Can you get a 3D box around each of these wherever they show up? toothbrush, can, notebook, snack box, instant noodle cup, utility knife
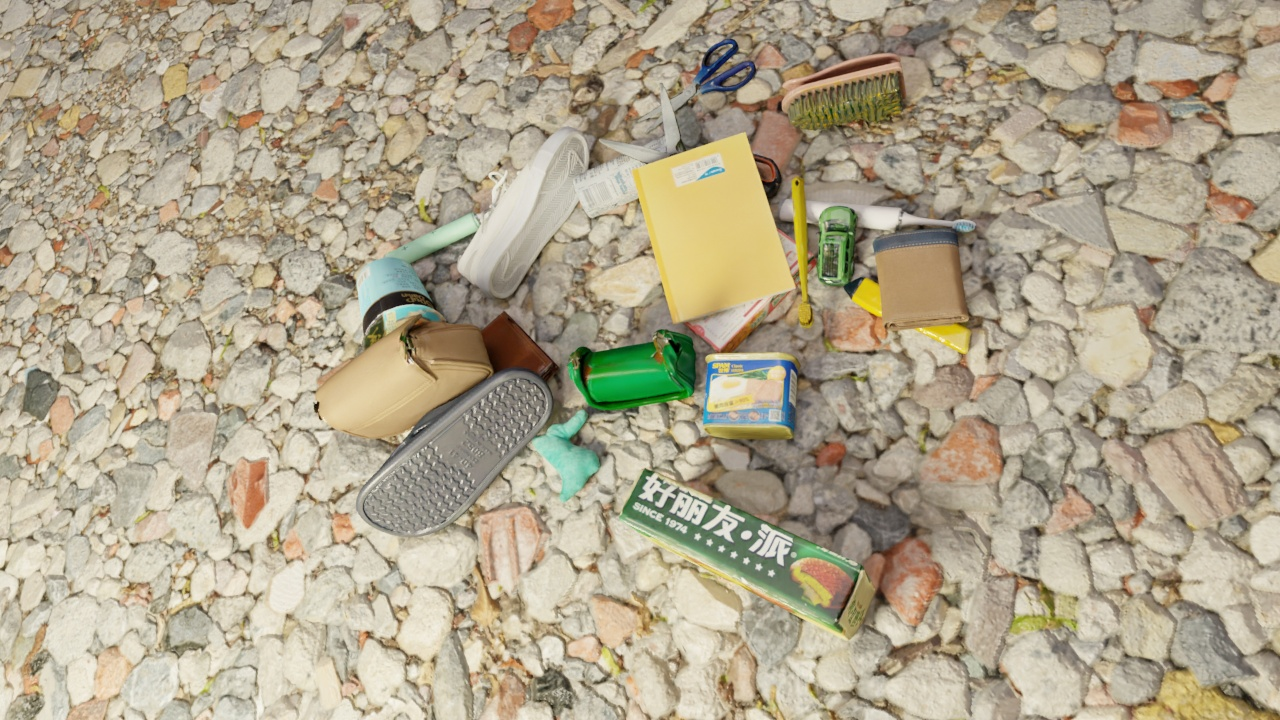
[{"bbox_3d":[0.266,-0.163,1.046,0.221,0.027,0.026,10,34,24],"label":"toothbrush"},{"bbox_3d":[0.119,0.040,0.998,0.102,0.057,0.083,-1,70,21],"label":"can"},{"bbox_3d":[0.082,-0.155,1.067,0.146,0.010,0.206,-17,72,7],"label":"notebook"},{"bbox_3d":[0.122,-0.083,1.066,0.155,0.027,0.077,-46,60,-3],"label":"snack box"},{"bbox_3d":[0.182,-0.126,1.036,0.016,0.016,0.189,-6,67,16],"label":"toothbrush"},{"bbox_3d":[-0.316,-0.068,1.190,0.111,0.111,0.120,-32,52,5],"label":"instant noodle cup"},{"bbox_3d":[0.105,0.189,0.906,0.240,0.114,0.063,22,76,26],"label":"snack box"},{"bbox_3d":[-0.251,-0.178,1.249,0.225,0.026,0.027,-24,40,10],"label":"toothbrush"},{"bbox_3d":[0.289,-0.050,0.995,0.154,0.015,0.033,33,87,28],"label":"utility knife"},{"bbox_3d":[-0.010,-0.235,1.164,0.147,0.058,0.058,-22,62,11],"label":"can"}]

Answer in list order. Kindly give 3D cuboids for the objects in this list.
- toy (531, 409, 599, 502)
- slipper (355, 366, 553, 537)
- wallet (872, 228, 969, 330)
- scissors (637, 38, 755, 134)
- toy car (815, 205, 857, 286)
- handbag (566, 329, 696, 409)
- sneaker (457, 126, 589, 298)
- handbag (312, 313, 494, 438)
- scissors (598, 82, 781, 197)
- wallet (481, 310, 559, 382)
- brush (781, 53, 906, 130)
[{"bbox_3d":[-0.084,0.104,1.064,0.092,0.030,0.096,39,79,27],"label":"toy"},{"bbox_3d":[-0.216,0.103,1.086,0.268,0.110,0.083,-41,24,4],"label":"slipper"},{"bbox_3d":[0.300,-0.087,0.985,0.090,0.033,0.115,-5,58,13],"label":"wallet"},{"bbox_3d":[0.069,-0.366,1.218,0.171,0.012,0.140,-5,68,20],"label":"scissors"},{"bbox_3d":[0.220,-0.130,1.035,0.043,0.036,0.091,3,89,24],"label":"toy car"},{"bbox_3d":[-0.006,0.006,1.024,0.131,0.120,0.068,-8,71,15],"label":"handbag"},{"bbox_3d":[-0.156,-0.200,1.194,0.091,0.089,0.242,29,87,33],"label":"sneaker"},{"bbox_3d":[-0.282,0.018,1.093,0.205,0.147,0.099,-31,71,23],"label":"handbag"},{"bbox_3d":[0.060,-0.224,1.111,0.221,0.021,0.234,-1,89,2],"label":"scissors"},{"bbox_3d":[-0.172,0.007,1.139,0.101,0.032,0.124,-46,59,1],"label":"wallet"},{"bbox_3d":[0.242,-0.323,1.104,0.146,0.063,0.073,-7,70,20],"label":"brush"}]
